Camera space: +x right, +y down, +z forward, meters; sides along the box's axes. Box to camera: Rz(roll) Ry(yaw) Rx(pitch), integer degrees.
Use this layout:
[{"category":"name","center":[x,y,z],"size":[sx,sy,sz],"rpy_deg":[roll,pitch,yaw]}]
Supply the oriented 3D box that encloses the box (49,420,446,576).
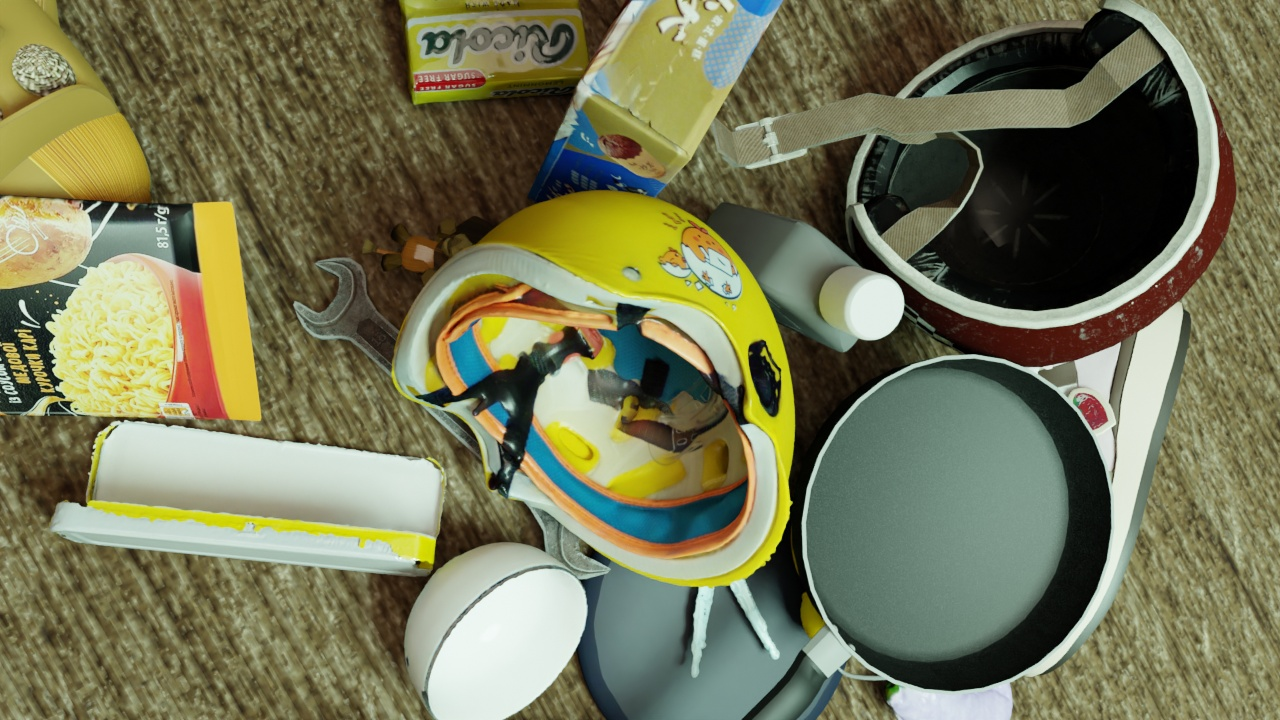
[{"category":"box","center":[-0.223,0.086,0.541],"size":[0.209,0.080,0.079],"rpy_deg":[8,85,-11]}]

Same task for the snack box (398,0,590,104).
[{"category":"snack box","center":[-0.105,-0.268,0.617],"size":[0.121,0.045,0.181],"rpy_deg":[-7,87,-14]}]

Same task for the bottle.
[{"category":"bottle","center":[0.099,-0.049,0.565],"size":[0.083,0.174,0.046],"rpy_deg":[35,92,-23]}]

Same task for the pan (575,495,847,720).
[{"category":"pan","center":[0.013,0.110,0.623],"size":[0.198,0.021,0.356],"rpy_deg":[-32,92,-14]}]

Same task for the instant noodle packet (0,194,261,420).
[{"category":"instant noodle packet","center":[-0.333,-0.024,0.503],"size":[0.220,0.160,0.032],"rpy_deg":[2,42,-13]}]

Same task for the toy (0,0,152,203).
[{"category":"toy","center":[-0.364,-0.144,0.495],"size":[0.203,0.163,0.198],"rpy_deg":[48,61,-16]}]

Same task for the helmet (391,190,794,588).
[{"category":"helmet","center":[-0.003,0.003,0.533],"size":[0.240,0.210,0.139],"rpy_deg":[49,45,-20]}]

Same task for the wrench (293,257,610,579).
[{"category":"wrench","center":[-0.114,0.036,0.595],"size":[0.273,0.010,0.070],"rpy_deg":[42,78,-2]}]

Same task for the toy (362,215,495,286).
[{"category":"toy","center":[-0.127,-0.063,0.587],"size":[0.100,0.063,0.076],"rpy_deg":[15,62,-6]}]

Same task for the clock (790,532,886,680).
[{"category":"clock","center":[0.158,0.137,0.623],"size":[0.113,0.052,0.151],"rpy_deg":[8,76,-22]}]

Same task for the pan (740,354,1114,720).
[{"category":"pan","center":[0.134,0.149,0.555],"size":[0.355,0.044,0.204],"rpy_deg":[-42,99,-7]}]

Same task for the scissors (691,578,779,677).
[{"category":"scissors","center":[0.056,0.120,0.612],"size":[0.138,0.028,0.170],"rpy_deg":[-25,91,-17]}]

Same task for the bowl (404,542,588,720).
[{"category":"bowl","center":[-0.095,0.159,0.559],"size":[0.113,0.063,0.114],"rpy_deg":[-24,128,-34]}]

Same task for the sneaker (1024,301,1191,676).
[{"category":"sneaker","center":[0.289,0.070,0.659],"size":[0.116,0.112,0.293],"rpy_deg":[22,81,12]}]

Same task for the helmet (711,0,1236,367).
[{"category":"helmet","center":[0.232,-0.108,0.579],"size":[0.234,0.253,0.234],"rpy_deg":[-40,74,16]}]

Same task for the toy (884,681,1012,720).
[{"category":"toy","center":[0.221,0.236,0.652],"size":[0.099,0.037,0.080],"rpy_deg":[42,67,-11]}]

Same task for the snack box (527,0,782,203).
[{"category":"snack box","center":[0.009,-0.169,0.553],"size":[0.069,0.203,0.155],"rpy_deg":[31,78,-9]}]
